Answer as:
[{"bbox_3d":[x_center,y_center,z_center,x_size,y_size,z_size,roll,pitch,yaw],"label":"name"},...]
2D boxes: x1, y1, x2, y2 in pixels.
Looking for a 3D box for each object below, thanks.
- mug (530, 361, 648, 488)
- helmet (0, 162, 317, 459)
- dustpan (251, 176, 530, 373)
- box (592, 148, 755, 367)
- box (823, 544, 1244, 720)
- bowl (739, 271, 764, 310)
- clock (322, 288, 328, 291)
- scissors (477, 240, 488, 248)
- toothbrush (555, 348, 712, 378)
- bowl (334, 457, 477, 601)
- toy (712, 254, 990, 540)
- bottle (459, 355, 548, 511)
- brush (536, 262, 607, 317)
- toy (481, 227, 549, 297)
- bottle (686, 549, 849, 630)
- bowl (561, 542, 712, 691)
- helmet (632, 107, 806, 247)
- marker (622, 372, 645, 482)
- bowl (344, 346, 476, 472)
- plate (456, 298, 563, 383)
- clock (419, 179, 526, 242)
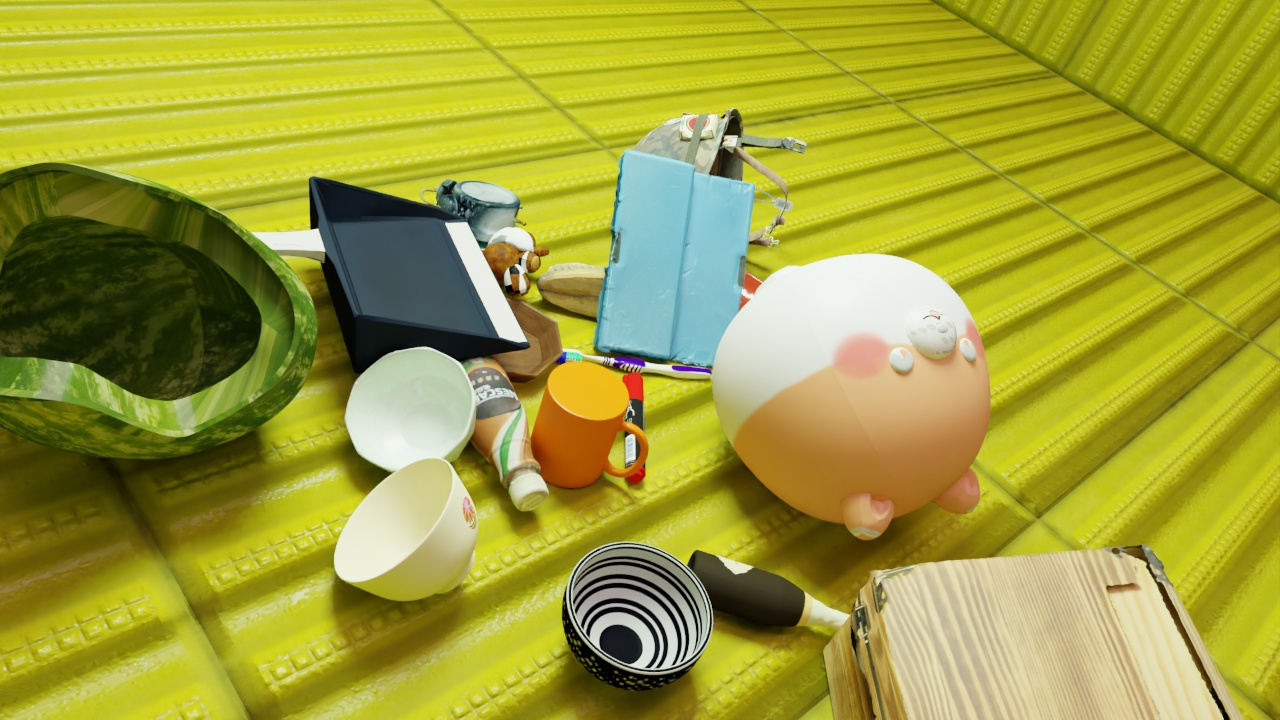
[{"bbox_3d":[-0.045,0.069,0.871,0.112,0.096,0.077,25,39,6],"label":"mug"},{"bbox_3d":[-0.396,-0.028,0.724,0.246,0.244,0.213,19,71,-51],"label":"helmet"},{"bbox_3d":[-0.270,-0.098,0.901,0.272,0.080,0.236,-9,45,-25],"label":"dustpan"},{"bbox_3d":[0.044,-0.113,1.058,0.174,0.033,0.231,8,86,-18],"label":"box"},{"bbox_3d":[0.280,0.291,0.667,0.258,0.221,0.278,11,41,-9],"label":"box"},{"bbox_3d":[0.113,-0.071,1.153,0.122,0.035,0.121,12,39,-11],"label":"bowl"},{"bbox_3d":[-0.283,-0.096,1.000,0.091,0.043,0.120,24,39,4],"label":"clock"},{"bbox_3d":[-0.221,-0.147,1.115,0.137,0.012,0.127,0,40,-25],"label":"scissors"},{"bbox_3d":[-0.006,0.006,1.028,0.186,0.015,0.016,8,45,-17],"label":"toothbrush"},{"bbox_3d":[-0.173,0.147,0.734,0.074,0.118,0.117,52,26,-31],"label":"bowl"},{"bbox_3d":[0.213,0.032,0.902,0.262,0.267,0.280,-8,62,-28],"label":"toy"},{"bbox_3d":[-0.131,0.069,0.863,0.059,0.059,0.167,-7,47,-30],"label":"bottle"},{"bbox_3d":[-0.027,-0.081,1.085,0.195,0.059,0.043,6,28,-13],"label":"brush"},{"bbox_3d":[-0.152,-0.118,1.065,0.087,0.067,0.112,4,21,12],"label":"toy"},{"bbox_3d":[0.129,0.217,0.816,0.184,0.045,0.045,18,39,-3],"label":"bottle"},{"bbox_3d":[-0.009,0.215,0.741,0.120,0.067,0.120,12,39,-11],"label":"bowl"},{"bbox_3d":[0.096,-0.228,1.197,0.236,0.193,0.223,25,65,26],"label":"helmet"},{"bbox_3d":[-0.007,0.068,0.950,0.023,0.021,0.144,6,40,-6],"label":"marker"},{"bbox_3d":[-0.201,0.052,0.835,0.117,0.061,0.117,-2,68,4],"label":"bowl"},{"bbox_3d":[-0.148,-0.019,0.985,0.131,0.025,0.131,12,39,-11],"label":"plate"},{"bbox_3d":[-0.206,-0.185,1.122,0.129,0.052,0.090,9,28,-17],"label":"clock"}]
